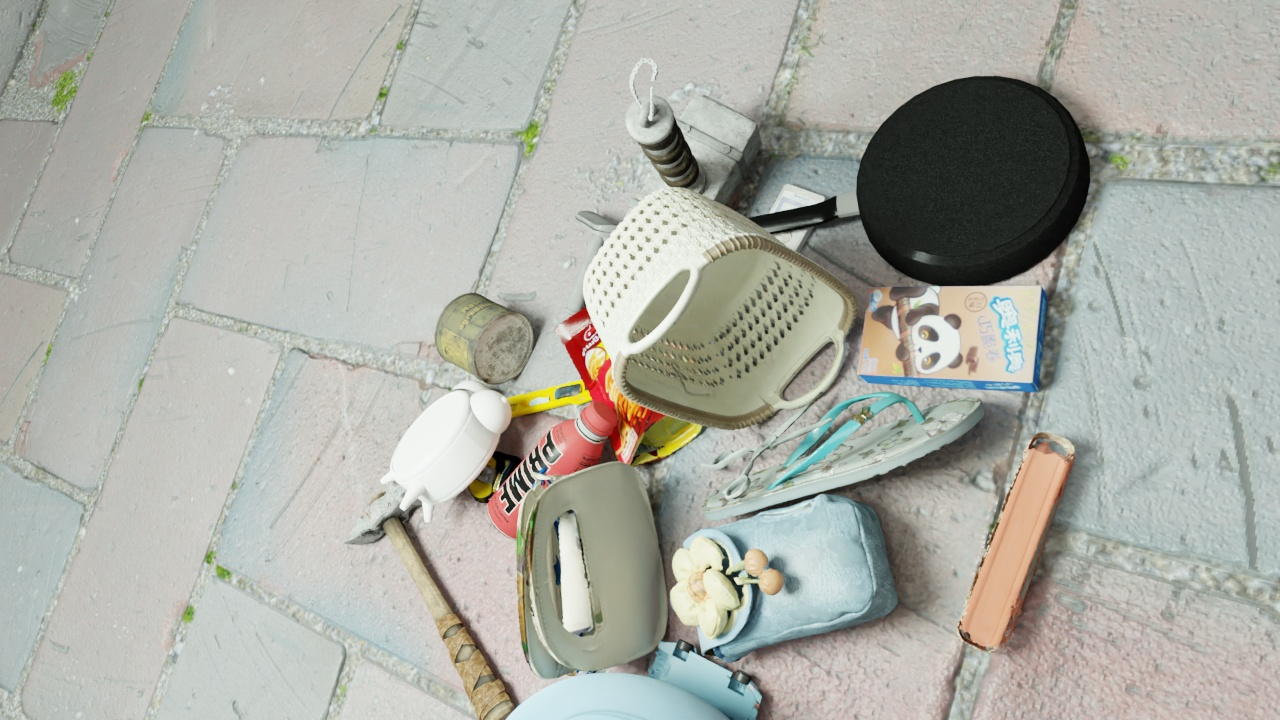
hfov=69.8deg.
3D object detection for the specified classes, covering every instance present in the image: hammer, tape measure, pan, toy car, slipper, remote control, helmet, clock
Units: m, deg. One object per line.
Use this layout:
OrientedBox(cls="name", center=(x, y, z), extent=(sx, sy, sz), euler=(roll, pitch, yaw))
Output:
OrientedBox(cls="hammer", center=(0.030, -0.186, 0.852), extent=(0.079, 0.326, 0.177), euler=(30, 93, 12))
OrientedBox(cls="tape measure", center=(-0.168, 0.133, 1.038), extent=(0.061, 0.034, 0.061), euler=(8, 77, 35))
OrientedBox(cls="pan", center=(0.231, -0.159, 0.876), extent=(0.356, 0.044, 0.203), euler=(-8, 70, 26))
OrientedBox(cls="toy car", center=(0.060, 0.300, 0.842), extent=(0.108, 0.027, 0.060), euler=(20, 85, 25))
OrientedBox(cls="hammer", center=(-0.231, 0.269, 1.028), extent=(0.122, 0.049, 0.318), euler=(-48, 57, 12))
OrientedBox(cls="slipper", center=(0.163, 0.079, 0.808), extent=(0.269, 0.098, 0.055), euler=(-25, 98, 24))
OrientedBox(cls="remote control", center=(0.139, -0.116, 0.947), extent=(0.050, 0.011, 0.136), euler=(29, 90, 36))
OrientedBox(cls="helmet", center=(-0.006, 0.351, 0.756), extent=(0.266, 0.226, 0.166), euler=(6, 53, 10))
OrientedBox(cls="clock", center=(-0.212, 0.100, 1.032), extent=(0.160, 0.073, 0.125), euler=(-51, 26, -11))

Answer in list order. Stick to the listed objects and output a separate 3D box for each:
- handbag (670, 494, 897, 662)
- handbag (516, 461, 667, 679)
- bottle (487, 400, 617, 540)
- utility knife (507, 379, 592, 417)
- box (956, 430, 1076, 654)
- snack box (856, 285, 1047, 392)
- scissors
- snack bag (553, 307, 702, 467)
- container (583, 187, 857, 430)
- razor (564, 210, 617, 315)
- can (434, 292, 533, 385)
OrientedBox(cls="handbag", center=(0.115, 0.186, 0.792), extent=(0.192, 0.118, 0.121), euler=(-22, 60, 30))
OrientedBox(cls="handbag", center=(-0.063, 0.195, 0.842), extent=(0.093, 0.199, 0.200), euler=(-14, 81, 26))
OrientedBox(cls="bottle", center=(-0.088, 0.112, 0.958), extent=(0.177, 0.062, 0.062), euler=(-49, 54, 23))
OrientedBox(cls="utility knife", center=(-0.108, 0.045, 1.044), extent=(0.152, 0.017, 0.030), euler=(-16, 54, 30))
OrientedBox(cls="box", center=(0.301, 0.144, 0.735), extent=(0.059, 0.056, 0.186), euler=(7, 73, 66))
OrientedBox(cls="snack box", center=(0.275, -0.021, 0.815), extent=(0.151, 0.034, 0.087), euler=(3, 75, 33))
OrientedBox(cls="scissors", center=(0.109, 0.083, 0.854), extent=(0.141, 0.014, 0.175), euler=(-47, 12, -34))
OrientedBox(cls="snack bag", center=(-0.006, 0.006, 0.979), extent=(0.139, 0.066, 0.207), euler=(-37, 50, 18))
OrientedBox(cls="container", center=(0.068, -0.046, 0.827), extent=(0.185, 0.246, 0.142), euler=(-49, 50, 18))
OrientedBox(cls="razor", center=(-0.059, -0.106, 1.045), extent=(0.088, 0.047, 0.116), euler=(42, 114, 61))
OrientedBox(cls="can", center=(-0.182, -0.026, 1.068), extent=(0.075, 0.089, 0.090), euler=(26, 88, 35))
